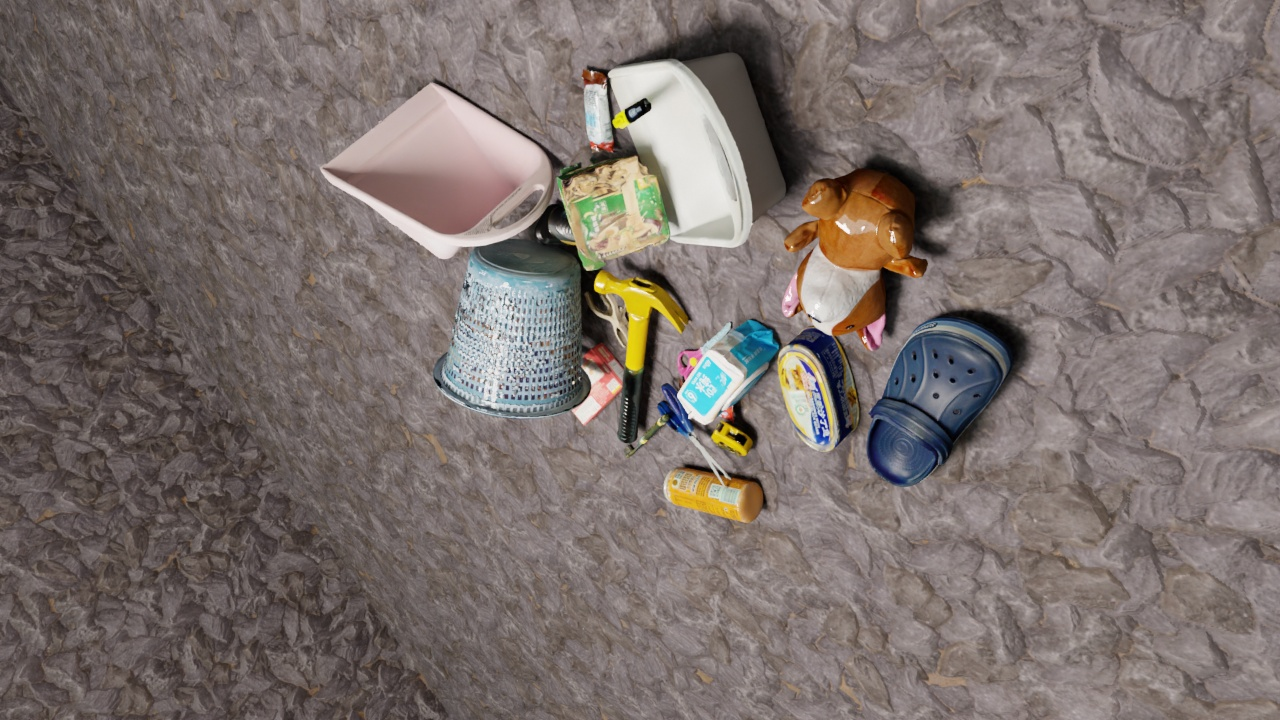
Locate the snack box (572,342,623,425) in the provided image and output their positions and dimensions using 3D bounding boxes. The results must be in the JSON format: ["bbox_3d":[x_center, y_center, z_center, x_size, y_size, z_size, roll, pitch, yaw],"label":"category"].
[{"bbox_3d":[-0.074,0.038,1.422,0.075,0.025,0.153,51,143,5],"label":"snack box"}]

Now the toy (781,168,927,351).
[{"bbox_3d":[0.213,-0.094,0.943,0.140,0.130,0.200,33,148,17],"label":"toy"}]

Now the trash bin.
[{"bbox_3d":[-0.168,-0.056,1.280,0.227,0.225,0.195,27,120,31],"label":"trash bin"}]

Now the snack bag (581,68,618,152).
[{"bbox_3d":[-0.052,-0.303,1.127,0.045,0.026,0.105,29,136,42],"label":"snack bag"}]

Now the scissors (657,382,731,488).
[{"bbox_3d":[0.071,0.107,1.298,0.166,0.012,0.155,66,160,-12],"label":"scissors"}]

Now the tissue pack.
[{"bbox_3d":[0.111,0.017,1.154,0.063,0.089,0.140,45,142,11],"label":"tissue pack"}]

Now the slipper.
[{"bbox_3d":[0.299,0.055,0.985,0.105,0.095,0.253,36,143,18],"label":"slipper"}]

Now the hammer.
[{"bbox_3d":[-0.008,0.008,1.292,0.129,0.032,0.301,18,135,12],"label":"hammer"}]

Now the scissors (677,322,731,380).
[{"bbox_3d":[0.087,-0.013,1.218,0.054,0.017,0.134,60,142,18],"label":"scissors"}]

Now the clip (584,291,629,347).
[{"bbox_3d":[-0.030,-0.069,1.284,0.102,0.034,0.094,50,144,-3],"label":"clip"}]

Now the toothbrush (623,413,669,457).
[{"bbox_3d":[0.007,0.113,1.386,0.017,0.012,0.186,59,152,11],"label":"toothbrush"}]

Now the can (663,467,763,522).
[{"bbox_3d":[0.104,0.193,1.327,0.146,0.058,0.058,7,123,44],"label":"can"}]

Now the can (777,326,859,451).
[{"bbox_3d":[0.212,0.035,1.095,0.075,0.049,0.148,5,122,44],"label":"can"}]

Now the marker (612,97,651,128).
[{"bbox_3d":[-0.010,-0.281,1.045,0.018,0.015,0.124,64,168,-12],"label":"marker"}]

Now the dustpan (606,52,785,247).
[{"bbox_3d":[0.044,-0.221,0.997,0.258,0.142,0.223,-3,116,46],"label":"dustpan"}]

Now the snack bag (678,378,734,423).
[{"bbox_3d":[0.091,0.057,1.260,0.104,0.026,0.048,18,126,37],"label":"snack bag"}]

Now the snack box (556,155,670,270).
[{"bbox_3d":[-0.043,-0.192,1.134,0.105,0.118,0.117,-133,25,-62],"label":"snack box"}]

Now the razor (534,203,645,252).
[{"bbox_3d":[-0.065,-0.171,1.233,0.168,0.062,0.067,15,159,32],"label":"razor"}]

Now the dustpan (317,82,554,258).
[{"bbox_3d":[-0.252,-0.261,1.228,0.273,0.222,0.139,42,156,-5],"label":"dustpan"}]

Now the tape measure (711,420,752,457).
[{"bbox_3d":[0.122,0.110,1.248,0.057,0.028,0.060,29,167,5],"label":"tape measure"}]
